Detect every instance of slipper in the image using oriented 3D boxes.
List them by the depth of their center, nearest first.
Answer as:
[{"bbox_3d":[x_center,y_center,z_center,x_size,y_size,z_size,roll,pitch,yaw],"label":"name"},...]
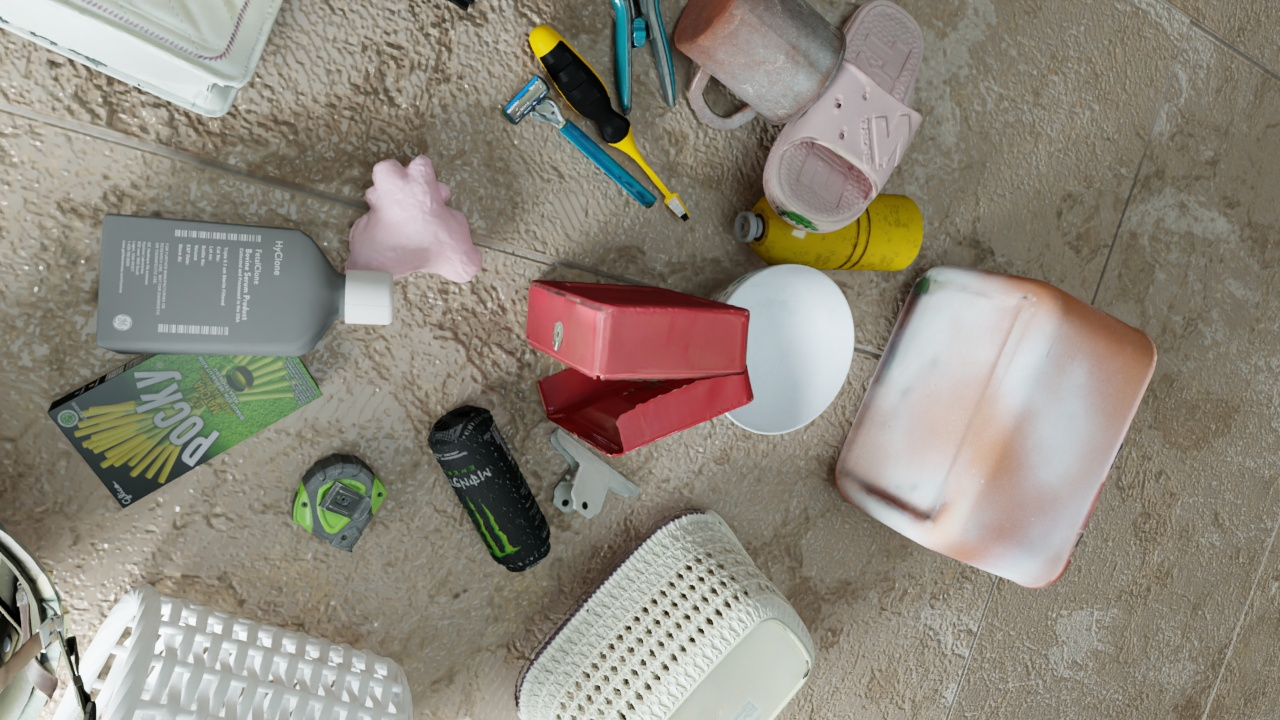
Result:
[{"bbox_3d":[0.183,-0.207,0.748,0.094,0.065,0.238,32,69,-14],"label":"slipper"}]

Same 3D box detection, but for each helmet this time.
[{"bbox_3d":[-0.420,0.164,0.492,0.192,0.237,0.224,-13,105,-38],"label":"helmet"}]

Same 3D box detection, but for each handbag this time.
[{"bbox_3d":[-0.308,-0.247,0.525,0.198,0.096,0.141,23,75,-28],"label":"handbag"}]

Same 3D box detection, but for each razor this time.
[{"bbox_3d":[-0.040,-0.165,0.716,0.042,0.022,0.144,-36,127,28],"label":"razor"}]

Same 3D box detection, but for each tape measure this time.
[{"bbox_3d":[-0.225,0.104,0.684,0.058,0.036,0.065,32,88,-28],"label":"tape measure"}]

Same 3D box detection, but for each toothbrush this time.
[{"bbox_3d":[-0.019,-0.181,0.718,0.031,0.030,0.196,-35,123,14],"label":"toothbrush"}]

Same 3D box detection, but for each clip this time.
[{"bbox_3d":[-0.049,0.107,0.781,0.101,0.040,0.054,40,64,-27],"label":"clip"}]

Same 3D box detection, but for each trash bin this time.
[{"bbox_3d":[0.318,0.051,0.854,0.157,0.181,0.260,22,93,-27],"label":"trash bin"}]

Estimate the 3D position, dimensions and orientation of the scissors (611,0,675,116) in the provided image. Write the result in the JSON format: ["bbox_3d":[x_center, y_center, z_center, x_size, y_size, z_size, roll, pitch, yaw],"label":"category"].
[{"bbox_3d":[-0.004,-0.261,0.709,0.130,0.019,0.150,34,88,-29],"label":"scissors"}]

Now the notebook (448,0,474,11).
[{"bbox_3d":[-0.182,-0.350,0.568,0.231,0.019,0.169,25,70,-29],"label":"notebook"}]

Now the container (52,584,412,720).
[{"bbox_3d":[-0.281,0.268,0.612,0.186,0.189,0.189,28,89,-30],"label":"container"}]

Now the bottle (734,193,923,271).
[{"bbox_3d":[0.158,-0.114,0.795,0.163,0.071,0.071,-2,103,-25],"label":"bottle"}]

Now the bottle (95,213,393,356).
[{"bbox_3d":[-0.251,-0.045,0.599,0.173,0.046,0.083,2,85,-15],"label":"bottle"}]

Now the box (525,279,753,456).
[{"bbox_3d":[-0.005,-0.013,0.695,0.135,0.157,0.117,-16,104,-23],"label":"box"}]

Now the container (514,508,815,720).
[{"bbox_3d":[0.028,0.264,0.786,0.251,0.143,0.185,-45,131,-9],"label":"container"}]

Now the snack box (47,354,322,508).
[{"bbox_3d":[-0.308,0.026,0.630,0.147,0.025,0.080,-32,114,-16],"label":"snack box"}]

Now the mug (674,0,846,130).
[{"bbox_3d":[0.082,-0.241,0.725,0.110,0.096,0.123,33,117,-23],"label":"mug"}]

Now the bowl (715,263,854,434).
[{"bbox_3d":[0.103,-0.016,0.790,0.143,0.074,0.144,-6,105,-24],"label":"bowl"}]

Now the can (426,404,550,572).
[{"bbox_3d":[-0.117,0.102,0.725,0.054,0.054,0.138,-31,114,-16],"label":"can"}]

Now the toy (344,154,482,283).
[{"bbox_3d":[-0.164,-0.097,0.652,0.099,0.053,0.096,-9,114,-19],"label":"toy"}]
